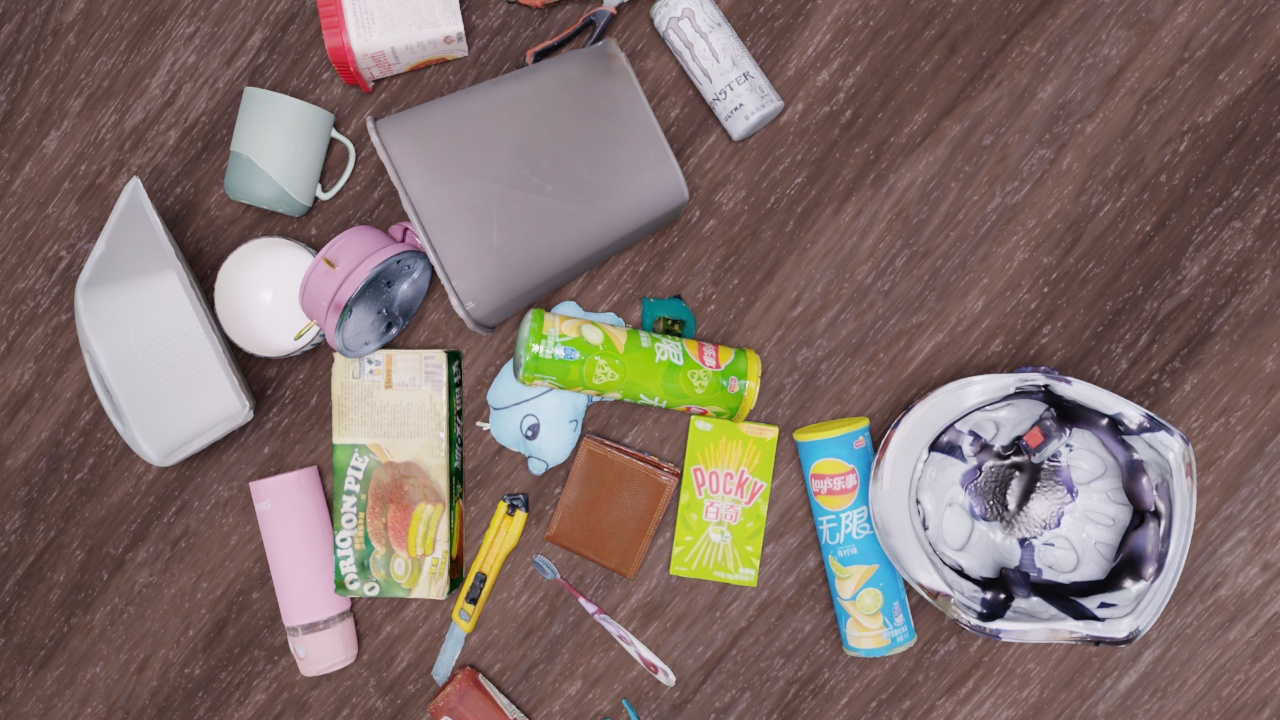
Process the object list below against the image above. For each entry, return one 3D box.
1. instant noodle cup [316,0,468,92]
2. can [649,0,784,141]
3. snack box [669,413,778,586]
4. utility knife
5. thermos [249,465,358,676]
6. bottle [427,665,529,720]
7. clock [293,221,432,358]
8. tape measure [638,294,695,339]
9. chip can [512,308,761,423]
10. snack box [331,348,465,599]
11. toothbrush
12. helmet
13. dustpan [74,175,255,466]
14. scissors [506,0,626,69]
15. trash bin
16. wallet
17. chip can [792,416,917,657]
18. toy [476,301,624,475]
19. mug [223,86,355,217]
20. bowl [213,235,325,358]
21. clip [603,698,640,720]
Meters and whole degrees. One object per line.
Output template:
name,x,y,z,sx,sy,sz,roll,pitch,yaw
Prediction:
instant noodle cup,-0.231,-0.325,0.862,0.124,0.116,0.116,-10,91,-6
can,0.071,-0.280,0.857,0.058,0.058,0.146,-34,89,5
snack box,0.080,0.134,0.885,0.086,0.026,0.156,8,92,4
utility knife,-0.161,0.229,0.914,0.033,0.015,0.218,24,94,7
thermos,-0.336,0.208,0.910,0.087,0.067,0.198,-12,93,37
bottle,-0.116,0.387,0.895,0.206,0.059,0.060,43,95,0
clock,-0.241,-0.070,0.843,0.060,0.158,0.117,36,119,13
tape measure,0.026,-0.034,0.885,0.054,0.025,0.058,-2,92,6
chip can,-0.005,0.005,0.839,0.221,0.072,0.072,10,92,-10
snack box,-0.234,0.107,0.894,0.114,0.063,0.240,-1,92,5
toothbrush,-0.037,0.256,0.903,0.187,0.017,0.016,42,95,3
helmet,0.327,0.119,0.803,0.259,0.145,0.229,10,91,10
dustpan,-0.460,-0.007,0.848,0.142,0.258,0.222,-26,89,-18
scissors,-0.037,-0.347,0.855,0.213,0.015,0.198,29,106,22
trash bin,-0.090,-0.157,0.818,0.219,0.198,0.199,-26,91,-2
wallet,-0.029,0.141,0.886,0.101,0.032,0.125,23,105,4
chip can,0.199,0.162,0.853,0.071,0.071,0.210,-13,91,5
toy,-0.083,0.027,0.884,0.156,0.050,0.161,-10,94,-2
mug,-0.338,-0.195,0.891,0.111,0.082,0.106,13,93,-27
bowl,-0.346,-0.060,0.897,0.116,0.066,0.116,0,91,5
clip,-0.007,0.363,0.906,0.055,0.013,0.034,39,95,2
